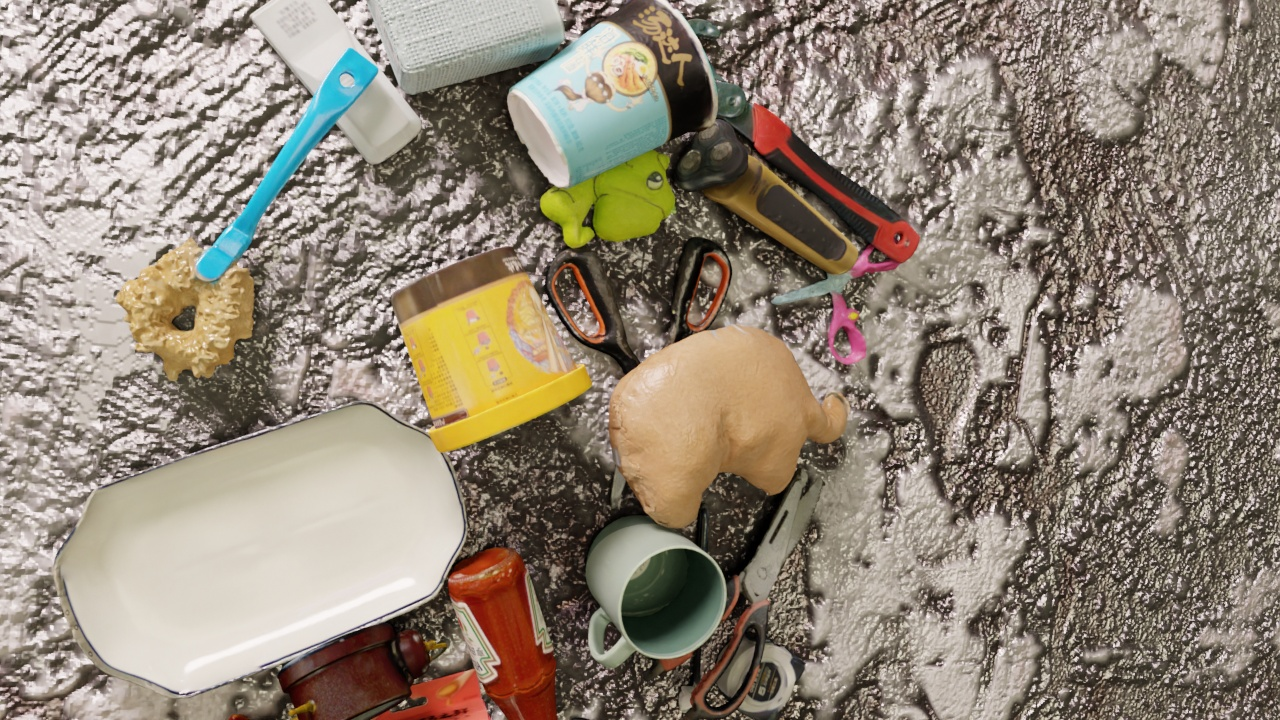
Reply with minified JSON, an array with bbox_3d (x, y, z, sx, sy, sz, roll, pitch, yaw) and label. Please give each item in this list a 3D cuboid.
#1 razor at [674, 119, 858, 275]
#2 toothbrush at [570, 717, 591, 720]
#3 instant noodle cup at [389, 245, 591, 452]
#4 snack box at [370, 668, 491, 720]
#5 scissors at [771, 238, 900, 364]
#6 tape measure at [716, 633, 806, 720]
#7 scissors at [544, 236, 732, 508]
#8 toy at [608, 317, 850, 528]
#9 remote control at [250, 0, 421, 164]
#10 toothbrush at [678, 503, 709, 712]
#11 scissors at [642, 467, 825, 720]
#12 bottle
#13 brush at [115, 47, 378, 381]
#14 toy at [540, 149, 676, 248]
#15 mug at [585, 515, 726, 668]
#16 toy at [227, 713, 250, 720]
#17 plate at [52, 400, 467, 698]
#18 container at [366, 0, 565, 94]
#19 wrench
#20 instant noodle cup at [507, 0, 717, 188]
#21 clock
[{"bbox_3d":[0.106,-0.121,0.726,0.167,0.068,0.062,33,86,-20],"label":"razor"},{"bbox_3d":[0.020,0.338,0.769,0.189,0.017,0.014,32,85,-20],"label":"toothbrush"},{"bbox_3d":[-0.110,-0.010,0.644,0.118,0.118,0.114,-25,95,-14],"label":"instant noodle cup"},{"bbox_3d":[-0.165,0.313,0.691,0.113,0.044,0.127,-10,98,-17],"label":"snack box"},{"bbox_3d":[0.173,-0.064,0.781,0.134,0.017,0.133,-23,98,-11],"label":"scissors"},{"bbox_3d":[0.098,0.266,0.777,0.066,0.033,0.065,35,82,-16],"label":"tape measure"},{"bbox_3d":[0.009,-0.002,0.729,0.221,0.022,0.227,45,81,-16],"label":"scissors"},{"bbox_3d":[0.080,0.038,0.717,0.225,0.083,0.143,-15,103,-25],"label":"toy"},{"bbox_3d":[-0.208,-0.199,0.638,0.049,0.024,0.125,-42,105,-11],"label":"remote control"},{"bbox_3d":[0.047,0.208,0.765,0.018,0.015,0.181,3,95,-9],"label":"toothbrush"},{"bbox_3d":[0.079,0.183,0.751,0.198,0.015,0.204,-7,85,-11],"label":"scissors"},{"bbox_3d":[-0.091,0.246,0.702,0.059,0.060,0.206,-19,101,-16],"label":"bottle"},{"bbox_3d":[-0.257,-0.099,0.615,0.083,0.046,0.254,35,90,-14],"label":"brush"},{"bbox_3d":[-0.022,-0.125,0.702,0.100,0.031,0.096,22,85,-13],"label":"toy"},{"bbox_3d":[-0.001,0.178,0.698,0.082,0.106,0.111,40,82,-18],"label":"mug"},{"bbox_3d":[-0.313,0.316,0.616,0.199,0.140,0.131,4,135,-17],"label":"toy"},{"bbox_3d":[-0.258,0.128,0.648,0.265,0.034,0.162,-20,102,-15],"label":"plate"},{"bbox_3d":[-0.124,-0.241,0.629,0.111,0.090,0.090,-22,102,-11],"label":"container"},{"bbox_3d":[0.127,-0.171,0.748,0.273,0.016,0.056,39,85,-14],"label":"wrench"},{"bbox_3d":[-0.025,-0.183,0.650,0.120,0.111,0.111,-34,104,-14],"label":"instant noodle cup"},{"bbox_3d":[-0.195,0.223,0.650,0.121,0.082,0.055,-13,67,-37],"label":"clock"}]
